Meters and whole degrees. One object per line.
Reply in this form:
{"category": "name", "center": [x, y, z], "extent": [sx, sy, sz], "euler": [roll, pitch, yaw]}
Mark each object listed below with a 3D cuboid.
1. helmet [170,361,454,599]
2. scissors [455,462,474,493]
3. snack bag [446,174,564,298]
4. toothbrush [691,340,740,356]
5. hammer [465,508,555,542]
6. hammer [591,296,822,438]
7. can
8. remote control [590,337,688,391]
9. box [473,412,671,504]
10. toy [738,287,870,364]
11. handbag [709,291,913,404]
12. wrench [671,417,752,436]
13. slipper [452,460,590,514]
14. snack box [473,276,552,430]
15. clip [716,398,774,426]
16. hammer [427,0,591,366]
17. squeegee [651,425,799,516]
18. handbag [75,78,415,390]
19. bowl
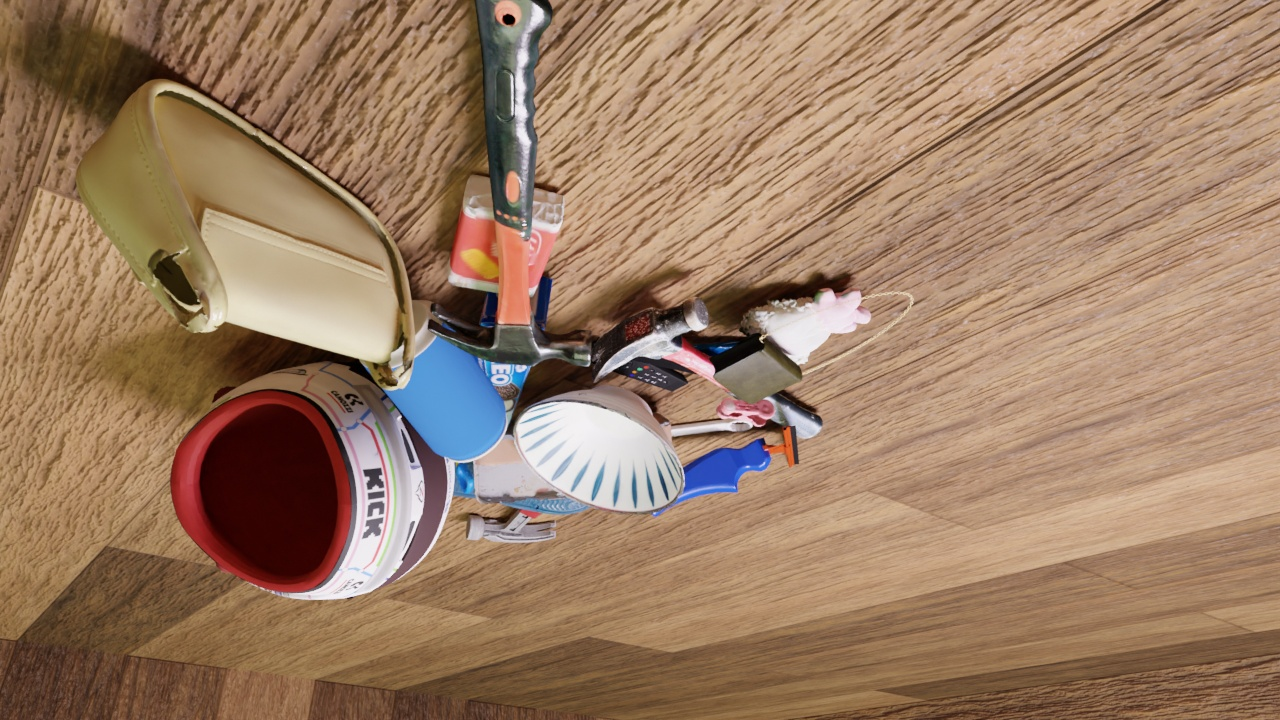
{"category": "helmet", "center": [-0.302, 0.116, 0.923], "extent": [0.315, 0.231, 0.235], "euler": [0, -179, 31]}
{"category": "scissors", "center": [-0.205, 0.088, 1.011], "extent": [0.019, 0.132, 0.105], "euler": [-3, 118, -26]}
{"category": "snack bag", "center": [-0.111, -0.096, 0.737], "extent": [0.077, 0.036, 0.116], "euler": [10, 150, -14]}
{"category": "toothbrush", "center": [0.053, -0.011, 0.904], "extent": [0.132, 0.016, 0.021], "euler": [0, 156, 4]}
{"category": "hammer", "center": [-0.146, 0.197, 1.266], "extent": [0.126, 0.036, 0.317], "euler": [9, 152, -20]}
{"category": "hammer", "center": [0.087, 0.026, 0.930], "extent": [0.141, 0.036, 0.326], "euler": [-21, 149, 32]}
{"category": "can", "center": [-0.179, 0.020, 0.805], "extent": [0.079, 0.078, 0.146], "euler": [-9, 136, 18]}
{"category": "remote control", "center": [-0.005, 0.006, 0.943], "extent": [0.124, 0.010, 0.039], "euler": [23, 144, -34]}
{"category": "box", "center": [-0.076, 0.112, 1.015], "extent": [0.216, 0.096, 0.105], "euler": [-4, -179, -10]}
{"category": "toy", "center": [0.154, -0.037, 0.833], "extent": [0.109, 0.041, 0.095], "euler": [-22, 145, 26]}
{"category": "handbag", "center": [0.153, -0.019, 0.806], "extent": [0.178, 0.027, 0.084], "euler": [-28, 142, 26]}
{"category": "wrench", "center": [-0.001, 0.089, 1.095], "extent": [0.274, 0.009, 0.047], "euler": [-8, 150, 17]}
{"category": "slipper", "center": [-0.145, 0.123, 1.094], "extent": [0.214, 0.104, 0.059], "euler": [6, -168, 2]}
{"category": "snack box", "center": [-0.134, -0.004, 0.884], "extent": [0.059, 0.059, 0.227], "euler": [12, 149, -12]}
{"category": "clip", "center": [0.104, 0.052, 0.926], "extent": [0.058, 0.022, 0.037], "euler": [10, 153, -16]}
{"category": "hammer", "center": [-0.091, -0.113, 0.654], "extent": [0.133, 0.033, 0.334], "euler": [4, 139, -5]}
{"category": "squeegee", "center": [0.093, 0.130, 1.062], "extent": [0.185, 0.055, 0.249], "euler": [-28, 162, 2]}
{"category": "handbag", "center": [-0.268, -0.075, 0.654], "extent": [0.089, 0.190, 0.232], "euler": [-32, 153, 19]}
{"category": "bowl", "center": [-0.032, 0.075, 0.917], "extent": [0.177, 0.070, 0.178], "euler": [13, 140, 11]}
